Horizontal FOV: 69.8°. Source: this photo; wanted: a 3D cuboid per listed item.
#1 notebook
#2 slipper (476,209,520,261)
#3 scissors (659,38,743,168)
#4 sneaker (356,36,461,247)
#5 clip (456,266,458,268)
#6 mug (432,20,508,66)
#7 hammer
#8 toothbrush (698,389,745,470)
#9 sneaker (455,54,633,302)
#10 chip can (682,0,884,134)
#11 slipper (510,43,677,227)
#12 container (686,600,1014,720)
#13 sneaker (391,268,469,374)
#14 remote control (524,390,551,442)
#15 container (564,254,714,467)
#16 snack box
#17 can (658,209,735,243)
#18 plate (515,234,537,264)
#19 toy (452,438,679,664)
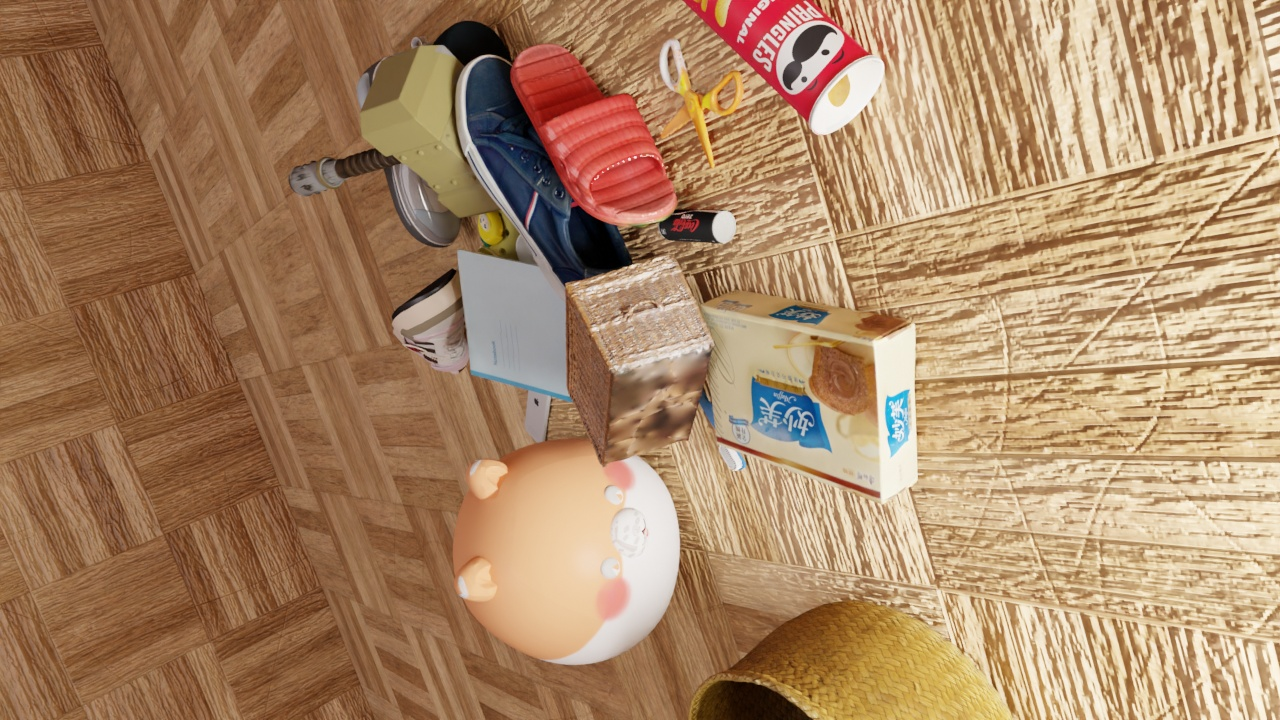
[{"bbox_3d":[-0.111,-0.031,1.116,0.254,0.009,0.181,14,123,24],"label":"notebook"},{"bbox_3d":[-0.175,-0.136,1.158,0.092,0.081,0.191,36,138,40],"label":"slipper"},{"bbox_3d":[0.050,-0.242,0.851,0.126,0.011,0.131,-30,84,54],"label":"scissors"},{"bbox_3d":[-0.268,-0.280,1.200,0.161,0.092,0.257,-6,107,46],"label":"sneaker"},{"bbox_3d":[-0.209,-0.047,1.304,0.169,0.031,0.165,43,142,32],"label":"clip"},{"bbox_3d":[-0.222,-0.338,1.061,0.095,0.121,0.085,-24,73,55],"label":"mug"},{"bbox_3d":[-0.312,-0.244,1.099,0.326,0.100,0.190,-5,150,35],"label":"hammer"},{"bbox_3d":[0.067,0.047,1.000,0.166,0.014,0.016,60,145,10],"label":"toothbrush"},{"bbox_3d":[-0.088,-0.202,0.962,0.294,0.120,0.127,61,151,-1],"label":"sneaker"},{"bbox_3d":[0.091,-0.276,0.724,0.220,0.069,0.069,51,143,21],"label":"chip can"},{"bbox_3d":[-0.051,-0.235,0.912,0.248,0.103,0.059,55,159,19],"label":"slipper"},{"bbox_3d":[0.206,0.378,0.855,0.307,0.196,0.308,33,136,39],"label":"container"},{"bbox_3d":[-0.282,-0.039,1.311,0.116,0.111,0.294,51,158,-6],"label":"sneaker"},{"bbox_3d":[-0.143,0.058,1.293,0.045,0.008,0.147,43,140,31],"label":"remote control"},{"bbox_3d":[-0.005,0.006,0.931,0.199,0.113,0.112,96,154,-54],"label":"container"},{"bbox_3d":[0.150,0.026,0.839,0.208,0.055,0.153,17,122,48],"label":"snack box"},{"bbox_3d":[0.054,-0.131,0.894,0.081,0.031,0.031,12,119,50],"label":"can"},{"bbox_3d":[-0.101,-0.119,1.099,0.104,0.026,0.104,29,147,20],"label":"plate"},{"bbox_3d":[-0.090,0.217,1.076,0.267,0.280,0.262,-19,60,42],"label":"toy"}]
